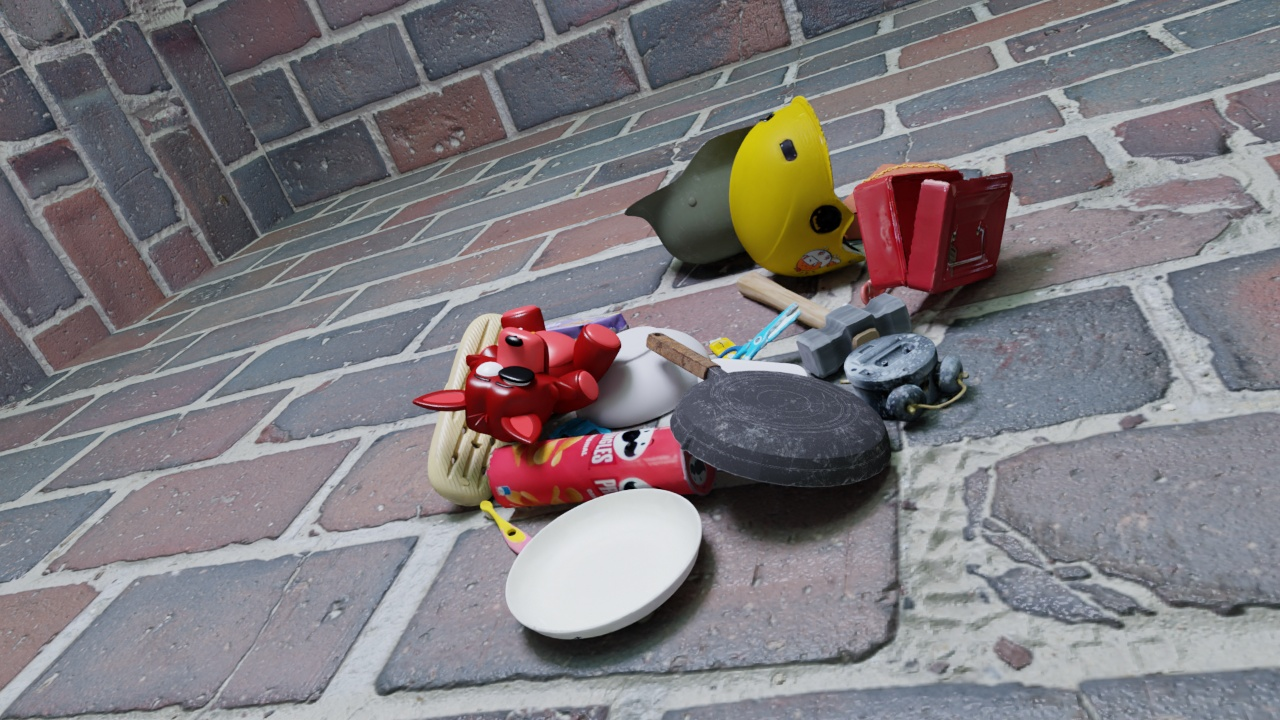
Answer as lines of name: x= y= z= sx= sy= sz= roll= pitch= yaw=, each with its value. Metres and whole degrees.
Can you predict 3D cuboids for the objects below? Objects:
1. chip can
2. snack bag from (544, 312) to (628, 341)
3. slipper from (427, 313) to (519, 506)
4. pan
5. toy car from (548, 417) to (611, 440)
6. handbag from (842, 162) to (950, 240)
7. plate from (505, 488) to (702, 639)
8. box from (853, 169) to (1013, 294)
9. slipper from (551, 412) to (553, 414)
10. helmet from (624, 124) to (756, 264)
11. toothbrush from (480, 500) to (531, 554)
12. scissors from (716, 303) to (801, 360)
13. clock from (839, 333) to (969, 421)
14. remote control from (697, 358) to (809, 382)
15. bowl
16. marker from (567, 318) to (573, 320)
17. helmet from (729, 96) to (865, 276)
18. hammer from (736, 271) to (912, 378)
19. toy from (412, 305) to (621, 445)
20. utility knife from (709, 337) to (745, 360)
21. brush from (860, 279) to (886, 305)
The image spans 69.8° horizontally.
chip can: x=-0.043 y=0.108 z=0.925 sx=0.233 sy=0.073 sz=0.073 roll=-9 pitch=27 yaw=28
snack bag: x=-0.118 y=-0.020 z=1.257 sx=0.206 sy=0.058 sz=0.096 roll=-8 pitch=9 yaw=36
slipper: x=-0.188 y=0.064 z=1.091 sx=0.079 sy=0.111 sz=0.260 roll=-50 pitch=22 yaw=48
pan: x=0.093 y=0.026 z=0.904 sx=0.207 sy=0.040 sz=0.357 roll=-7 pitch=25 yaw=-27
toy car: x=-0.069 y=0.087 z=1.041 sx=0.048 sy=0.032 sz=0.105 roll=-34 pitch=25 yaw=-24
handbag: x=0.364 y=-0.237 z=1.320 sx=0.109 sy=0.060 sz=0.171 roll=7 pitch=37 yaw=41
plate: x=-0.028 y=0.181 z=0.804 sx=0.182 sy=0.034 sz=0.182 roll=-18 pitch=24 yaw=8
box: x=0.323 y=-0.147 z=1.031 sx=0.157 sy=0.137 sz=0.123 roll=-14 pitch=20 yaw=-43
slipper: x=-0.172 y=0.026 z=1.198 sx=0.198 sy=0.081 sz=0.093 roll=-1 pitch=30 yaw=35
helmet: x=0.115 y=-0.229 z=1.378 sx=0.267 sy=0.154 sz=0.227 roll=-21 pitch=-2 yaw=-8
toothbrush: x=-0.135 y=0.174 z=0.939 sx=0.021 sy=0.016 sz=0.135 roll=-30 pitch=27 yaw=-21
scissors: x=0.131 y=-0.021 z=1.049 sx=0.140 sy=0.015 sz=0.083 roll=-48 pitch=24 yaw=12
clock: x=0.255 y=0.017 z=0.884 sx=0.090 sy=0.052 sz=0.129 roll=-30 pitch=24 yaw=-18
remote control: x=0.122 y=0.022 z=1.002 sx=0.137 sy=0.013 sz=0.043 roll=5 pitch=69 yaw=38
bowl: x=-0.007 y=0.007 z=1.112 sx=0.177 sy=0.066 sz=0.176 roll=-18 pitch=24 yaw=8
marker: x=-0.092 y=-0.039 z=1.345 sx=0.022 sy=0.016 sz=0.138 roll=-47 pitch=25 yaw=1
helmet: x=0.184 y=-0.212 z=1.202 sx=0.140 sy=0.240 sz=0.208 roll=-23 pitch=45 yaw=6
hammer: x=0.195 y=-0.063 z=1.117 sx=0.117 sy=0.051 sz=0.323 roll=-26 pitch=22 yaw=-8
toy: x=-0.128 y=0.018 z=1.012 sx=0.158 sy=0.121 sz=0.196 roll=19 pitch=31 yaw=22
utility knife: x=0.112 y=0.000 z=1.091 sx=0.030 sy=0.017 sz=0.155 roll=-21 pitch=21 yaw=-7
brush: x=0.305 y=-0.113 z=1.139 sx=0.030 sy=0.041 sz=0.171 roll=-21 pitch=19 yaw=50
